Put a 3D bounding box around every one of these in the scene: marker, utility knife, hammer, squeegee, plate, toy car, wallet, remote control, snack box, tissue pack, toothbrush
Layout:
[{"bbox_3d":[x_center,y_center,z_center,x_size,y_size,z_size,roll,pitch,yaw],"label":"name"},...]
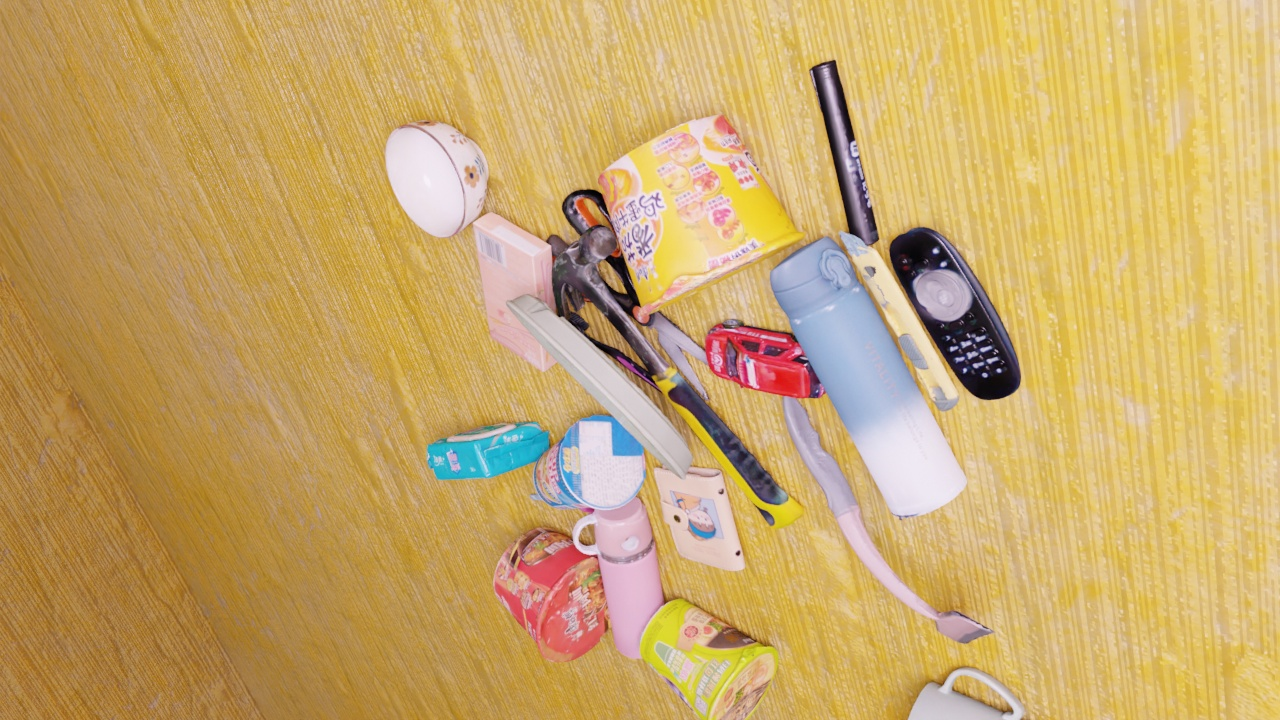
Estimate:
[{"bbox_3d":[0.143,-0.144,0.647,0.022,0.020,0.132,14,127,58],"label":"marker"},{"bbox_3d":[0.193,-0.028,0.674,0.031,0.018,0.166,-8,115,58],"label":"utility knife"},{"bbox_3d":[0.033,0.026,0.837,0.323,0.031,0.126,50,152,-7],"label":"hammer"},{"bbox_3d":[0.178,0.126,0.742,0.249,0.040,0.247,57,-177,24],"label":"squeegee"},{"bbox_3d":[-0.034,0.021,0.840,0.230,0.027,0.230,43,175,5],"label":"plate"},{"bbox_3d":[0.104,0.000,0.768,0.121,0.045,0.053,13,125,40],"label":"toy car"},{"bbox_3d":[0.059,0.159,0.940,0.087,0.024,0.115,2,120,37],"label":"wallet"},{"bbox_3d":[0.223,-0.034,0.644,0.053,0.024,0.136,-25,98,53],"label":"remote control"},{"bbox_3d":[-0.124,-0.067,0.930,0.084,0.026,0.157,32,144,27],"label":"snack box"},{"bbox_3d":[-0.178,0.104,1.068,0.134,0.093,0.050,-9,95,46],"label":"tissue pack"},{"bbox_3d":[-0.005,0.005,0.901,0.189,0.017,0.014,35,138,15],"label":"toothbrush"}]

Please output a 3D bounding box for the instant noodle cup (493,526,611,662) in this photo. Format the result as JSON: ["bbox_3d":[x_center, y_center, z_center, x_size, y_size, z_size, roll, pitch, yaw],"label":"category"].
[{"bbox_3d":[-0.102,0.272,1.092,0.109,0.137,0.138,26,133,40],"label":"instant noodle cup"}]

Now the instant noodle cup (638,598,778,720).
[{"bbox_3d":[0.066,0.323,0.991,0.123,0.111,0.112,30,135,36],"label":"instant noodle cup"}]

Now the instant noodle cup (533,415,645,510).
[{"bbox_3d":[-0.062,0.118,0.976,0.099,0.099,0.110,56,147,-3],"label":"instant noodle cup"}]

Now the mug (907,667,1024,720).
[{"bbox_3d":[0.296,0.329,0.800,0.106,0.082,0.112,14,95,37],"label":"mug"}]

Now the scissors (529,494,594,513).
[{"bbox_3d":[-0.096,0.161,1.094,0.134,0.017,0.056,-11,115,50],"label":"scissors"}]

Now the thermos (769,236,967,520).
[{"bbox_3d":[0.170,0.012,0.696,0.070,0.070,0.220,-20,103,49],"label":"thermos"}]

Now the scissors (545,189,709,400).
[{"bbox_3d":[-0.006,-0.064,0.842,0.229,0.021,0.190,25,132,30],"label":"scissors"}]

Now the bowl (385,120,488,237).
[{"bbox_3d":[-0.189,-0.184,0.900,0.113,0.062,0.114,25,132,31],"label":"bowl"}]

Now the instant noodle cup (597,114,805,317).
[{"bbox_3d":[0.039,-0.111,0.689,0.138,0.137,0.110,-24,92,49],"label":"instant noodle cup"}]

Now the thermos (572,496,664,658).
[{"bbox_3d":[-0.020,0.244,1.028,0.067,0.087,0.199,-123,20,-57],"label":"thermos"}]
